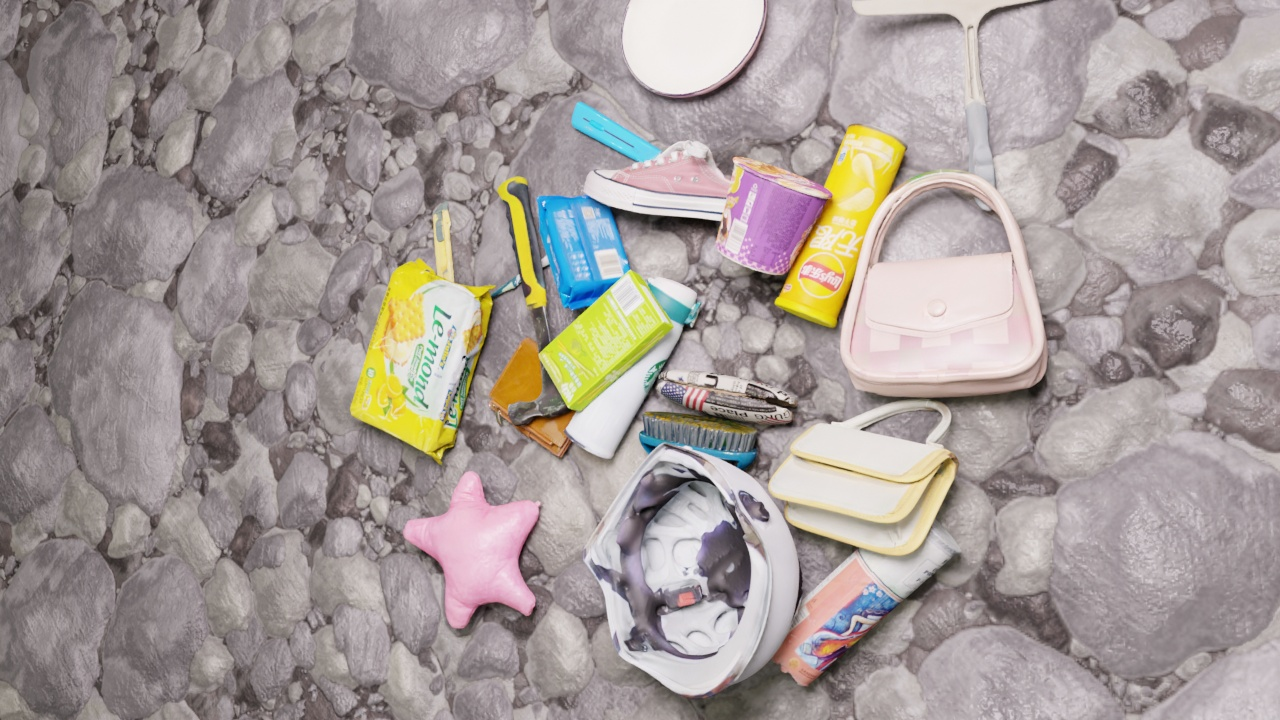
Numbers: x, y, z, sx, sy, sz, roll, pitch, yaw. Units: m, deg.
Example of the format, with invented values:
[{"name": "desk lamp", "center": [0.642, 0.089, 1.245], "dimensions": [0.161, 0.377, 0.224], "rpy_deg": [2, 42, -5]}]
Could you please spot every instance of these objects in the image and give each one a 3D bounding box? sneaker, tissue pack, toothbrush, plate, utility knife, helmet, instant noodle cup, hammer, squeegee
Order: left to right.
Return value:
[{"name": "utility knife", "center": [-0.272, -0.148, 1.276], "dimensions": [0.031, 0.018, 0.151], "rpy_deg": [-15, 81, 29]}, {"name": "toothbrush", "center": [-0.164, -0.102, 1.214], "dimensions": [0.192, 0.016, 0.018], "rpy_deg": [-31, 80, 19]}, {"name": "hammer", "center": [-0.131, -0.086, 1.162], "dimensions": [0.126, 0.032, 0.323], "rpy_deg": [-18, 72, 17]}, {"name": "tissue pack", "center": [-0.070, -0.135, 1.131], "dimensions": [0.052, 0.094, 0.157], "rpy_deg": [-45, 59, 59]}, {"name": "utility knife", "center": [-0.025, -0.283, 1.171], "dimensions": [0.166, 0.018, 0.034], "rpy_deg": [35, 97, 24]}, {"name": "sneaker", "center": [0.049, -0.214, 1.078], "dimensions": [0.241, 0.118, 0.088], "rpy_deg": [11, 105, 21]}, {"name": "plate", "center": [0.068, -0.412, 1.133], "dimensions": [0.193, 0.039, 0.192], "rpy_deg": [-4, 80, 25]}, {"name": "helmet", "center": [0.075, 0.221, 0.967], "dimensions": [0.258, 0.145, 0.229], "rpy_deg": [48, 115, 40]}, {"name": "instant noodle cup", "center": [0.135, -0.151, 0.976], "dimensions": [0.111, 0.111, 0.099], "rpy_deg": [30, 114, 26]}, {"name": "squeegee", "center": [0.357, -0.277, 0.974], "dimensions": [0.246, 0.039, 0.246], "rpy_deg": [-4, 86, 8]}]

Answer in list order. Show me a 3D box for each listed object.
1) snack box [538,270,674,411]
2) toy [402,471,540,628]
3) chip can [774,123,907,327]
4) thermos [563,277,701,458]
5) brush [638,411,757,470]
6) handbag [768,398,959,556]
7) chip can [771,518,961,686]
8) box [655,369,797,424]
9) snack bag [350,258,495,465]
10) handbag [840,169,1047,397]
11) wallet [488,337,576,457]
[{"name": "snack box", "center": [-0.042, -0.022, 1.065], "dimensions": [0.157, 0.026, 0.085], "rpy_deg": [-42, 60, 16]}, {"name": "toy", "center": [-0.193, 0.238, 1.148], "dimensions": [0.178, 0.074, 0.194], "rpy_deg": [-36, 72, 6]}, {"name": "chip can", "center": [0.220, -0.145, 1.002], "dimensions": [0.072, 0.072, 0.213], "rpy_deg": [24, 93, 27]}, {"name": "thermos", "center": [-0.007, 0.006, 1.094], "dimensions": [0.073, 0.073, 0.224], "rpy_deg": [33, 97, 26]}, {"name": "brush", "center": [0.064, 0.100, 1.052], "dimensions": [0.144, 0.055, 0.073], "rpy_deg": [9, 98, 26]}, {"name": "handbag", "center": [0.236, 0.098, 0.938], "dimensions": [0.164, 0.063, 0.178], "rpy_deg": [10, 53, 46]}, {"name": "chip can", "center": [0.224, 0.240, 0.943], "dimensions": [0.215, 0.071, 0.071], "rpy_deg": [-46, 66, 13]}, {"name": "box", "center": [0.098, 0.034, 1.041], "dimensions": [0.164, 0.074, 0.064], "rpy_deg": [10, 59, 23]}, {"name": "snack bag", "center": [-0.287, -0.003, 1.225], "dimensions": [0.158, 0.068, 0.246], "rpy_deg": [21, 95, 29]}, {"name": "handbag", "center": [0.309, -0.080, 0.940], "dimensions": [0.194, 0.093, 0.234], "rpy_deg": [-2, 80, 25]}, {"name": "wallet", "center": [-0.128, 0.051, 1.162], "dimensions": [0.131, 0.035, 0.119], "rpy_deg": [33, 95, 26]}]
